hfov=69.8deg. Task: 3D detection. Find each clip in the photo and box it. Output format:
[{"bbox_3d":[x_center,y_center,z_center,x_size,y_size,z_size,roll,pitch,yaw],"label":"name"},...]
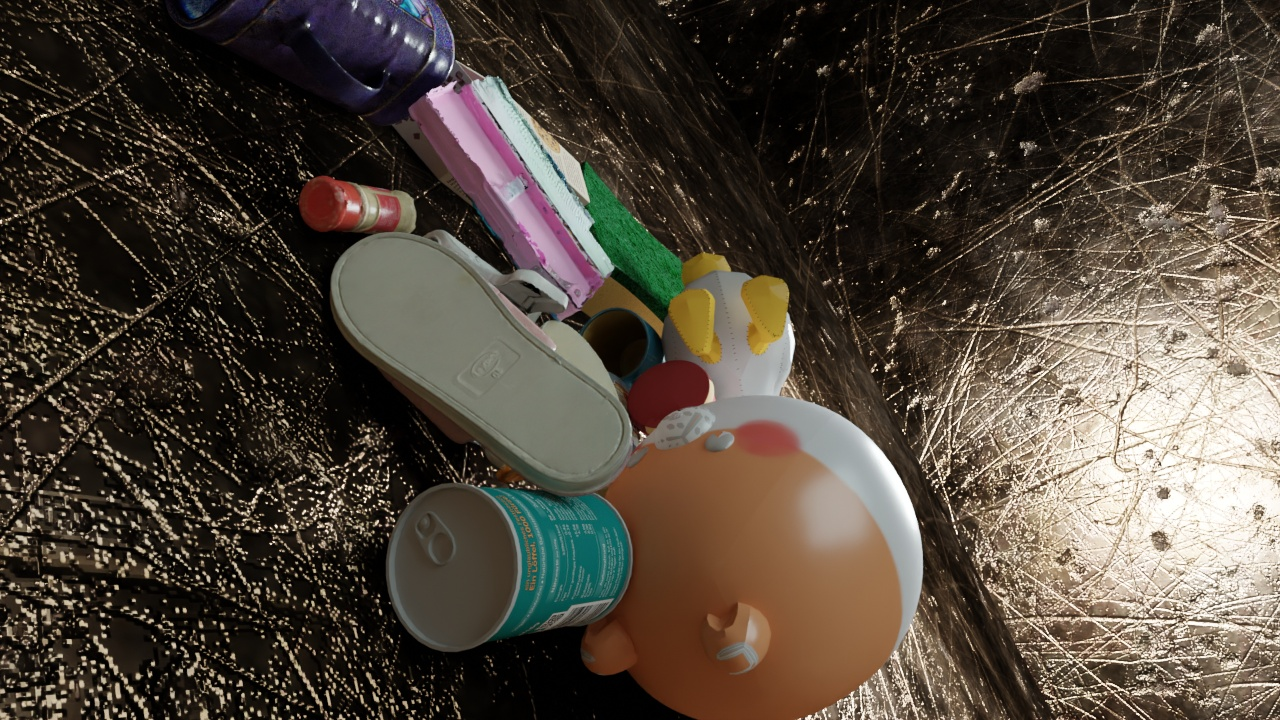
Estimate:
[{"bbox_3d":[-0.127,-0.059,0.778,0.148,0.081,0.125,16,-13,45],"label":"clip"}]

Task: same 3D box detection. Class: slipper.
[{"bbox_3d":[-0.119,0.003,0.664,0.274,0.114,0.055,39,-27,19],"label":"slipper"}]

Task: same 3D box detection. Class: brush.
[{"bbox_3d":[-0.022,-0.109,1.161,0.250,0.075,0.194,41,26,-40],"label":"brush"}]

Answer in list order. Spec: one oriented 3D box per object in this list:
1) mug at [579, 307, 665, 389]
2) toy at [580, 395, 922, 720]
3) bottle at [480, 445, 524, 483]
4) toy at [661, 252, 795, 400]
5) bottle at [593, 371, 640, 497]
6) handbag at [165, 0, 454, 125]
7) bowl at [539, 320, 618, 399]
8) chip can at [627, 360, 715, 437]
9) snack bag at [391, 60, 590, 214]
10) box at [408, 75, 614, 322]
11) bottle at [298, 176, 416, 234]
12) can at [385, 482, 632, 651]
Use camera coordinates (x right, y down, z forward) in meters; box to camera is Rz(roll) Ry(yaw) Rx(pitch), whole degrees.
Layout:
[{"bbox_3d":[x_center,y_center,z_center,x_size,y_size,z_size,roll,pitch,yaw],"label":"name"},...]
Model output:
[{"bbox_3d":[-0.006,0.006,1.014,0.112,0.084,0.104,58,10,20],"label":"mug"},{"bbox_3d":[0.082,0.160,0.743,0.279,0.264,0.266,-34,105,-51],"label":"toy"},{"bbox_3d":[-0.113,0.043,0.732,0.063,0.063,0.108,20,43,-60],"label":"bottle"},{"bbox_3d":[0.094,-0.022,1.020,0.267,0.141,0.246,75,5,-82],"label":"toy"},{"bbox_3d":[-0.031,0.081,0.898,0.072,0.046,0.161,48,22,-27],"label":"bottle"},{"bbox_3d":[-0.274,-0.304,0.767,0.204,0.126,0.222,16,44,-63],"label":"handbag"},{"bbox_3d":[-0.077,0.028,0.842,0.115,0.063,0.115,48,22,-27],"label":"bowl"},{"bbox_3d":[0.061,0.099,0.954,0.087,0.087,0.213,-101,169,-45],"label":"chip can"},{"bbox_3d":[-0.158,-0.220,0.969,0.206,0.094,0.069,38,28,-45],"label":"snack bag"},{"bbox_3d":[-0.106,-0.162,0.869,0.230,0.035,0.158,55,29,-13],"label":"box"},{"bbox_3d":[-0.224,-0.122,0.740,0.044,0.044,0.109,61,19,6],"label":"bottle"},{"bbox_3d":[-0.082,0.134,0.614,0.143,0.099,0.099,18,44,-61],"label":"can"}]
